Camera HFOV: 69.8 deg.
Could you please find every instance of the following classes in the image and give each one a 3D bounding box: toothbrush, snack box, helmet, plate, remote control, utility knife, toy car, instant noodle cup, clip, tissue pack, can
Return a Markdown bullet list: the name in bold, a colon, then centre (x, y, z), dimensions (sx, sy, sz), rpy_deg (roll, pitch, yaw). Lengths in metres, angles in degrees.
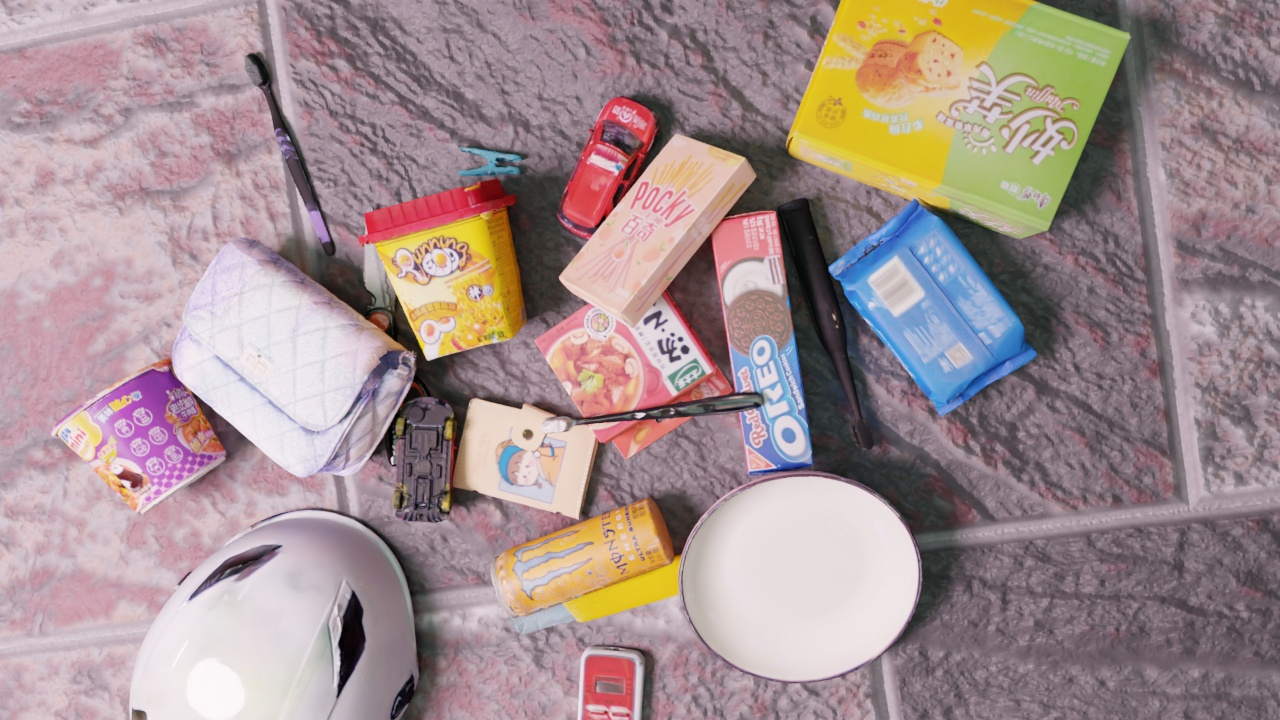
- **toothbrush**: centre (0.155, -0.028, 0.753), dimensions (0.026, 0.027, 0.212), rpy_deg (-18, 92, -8)
- **snack box**: centre (0.099, -0.013, 0.743), dimensions (0.057, 0.058, 0.207), rpy_deg (-8, 92, 9)
- **snack box**: centre (-0.005, 0.004, 0.761), dimensions (0.113, 0.044, 0.127), rpy_deg (-34, 89, 7)
- **helmet**: centre (-0.313, 0.261, 0.756), dimensions (0.229, 0.146, 0.259), rpy_deg (30, 95, 3)
- **plate**: centre (0.127, 0.170, 0.742), dimensions (0.192, 0.039, 0.192), rpy_deg (1, 109, 2)
- **remote control**: centre (-0.027, 0.316, 0.791), dimensions (0.056, 0.020, 0.136), rpy_deg (4, 93, 5)
- **toothbrush**: centre (-0.306, -0.179, 0.798), dimensions (0.014, 0.016, 0.189), rpy_deg (-21, 92, 6)
- **snack box**: centre (0.239, -0.205, 0.712), dimensions (0.210, 0.070, 0.158), rpy_deg (22, 94, 5)
- **utility knife**: centre (-0.018, 0.198, 0.785), dimensions (0.207, 0.015, 0.033), rpy_deg (-17, 92, 4)
- **toy car**: centre (-0.027, -0.159, 0.756), dimensions (0.053, 0.045, 0.120), rpy_deg (25, 93, 3)
- **toothbrush**: centre (0.007, 0.042, 0.727), dimensions (0.181, 0.018, 0.015), rpy_deg (-8, 91, 10)
- **instant noodle cup**: centre (-0.150, -0.074, 0.745), dimensions (0.116, 0.116, 0.124), rpy_deg (-14, 103, 5)
- **clip**: centre (-0.128, -0.167, 0.781), dimensions (0.056, 0.014, 0.040), rpy_deg (6, 94, 7)
- **tissue pack**: centre (0.232, -0.041, 0.730), dimensions (0.095, 0.052, 0.157), rpy_deg (-38, 88, 8)
- **can**: centre (-0.048, 0.165, 0.767), dimensions (0.146, 0.058, 0.058), rpy_deg (-21, 90, 6)
- **snack box**: centre (0.012, -0.105, 0.724), dimensions (0.157, 0.026, 0.084), rpy_deg (-52, 46, -6)
- **instant noodle cup**: centre (-0.418, 0.068, 0.781), dimensions (0.111, 0.111, 0.099), rpy_deg (-33, 96, 6)
- **toy car**: centre (-0.181, 0.083, 0.774), dimensions (0.049, 0.031, 0.106), rpy_deg (2, 91, -4)

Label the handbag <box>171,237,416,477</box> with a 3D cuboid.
- **handbag**: centre (-0.289, 0.001, 0.755), dimensions (0.194, 0.075, 0.134), rpy_deg (33, 95, 18)

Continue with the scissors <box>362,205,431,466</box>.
- **scissors**: centre (-0.212, -0.017, 0.798), dimensions (0.162, 0.021, 0.234), rpy_deg (26, 90, -2)

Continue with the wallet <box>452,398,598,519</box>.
- **wallet**: centre (-0.098, 0.081, 0.787), dimensions (0.115, 0.024, 0.087), rpy_deg (14, 99, 6)
